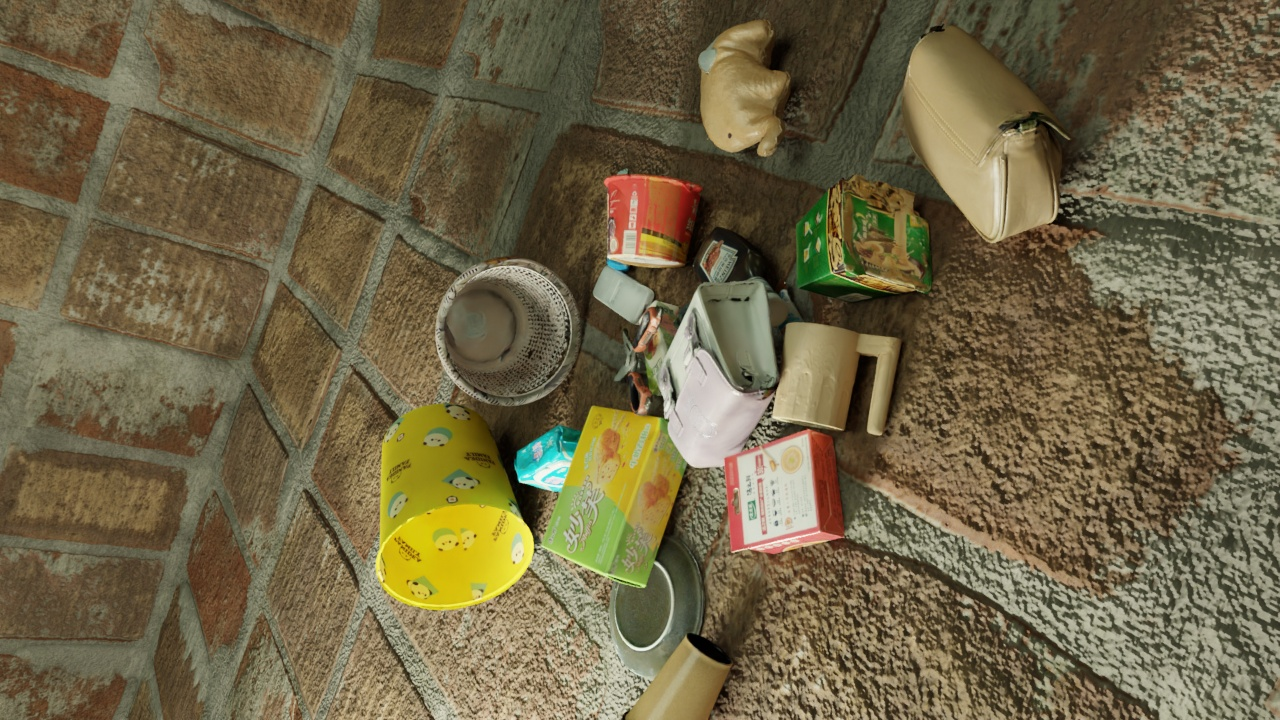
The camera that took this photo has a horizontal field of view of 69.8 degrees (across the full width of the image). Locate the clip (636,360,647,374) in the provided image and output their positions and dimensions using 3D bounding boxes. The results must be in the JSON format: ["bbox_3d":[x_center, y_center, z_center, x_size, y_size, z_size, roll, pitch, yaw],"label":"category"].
[{"bbox_3d":[0.012,0.011,1.272,0.056,0.026,0.024,7,84,40],"label":"clip"}]

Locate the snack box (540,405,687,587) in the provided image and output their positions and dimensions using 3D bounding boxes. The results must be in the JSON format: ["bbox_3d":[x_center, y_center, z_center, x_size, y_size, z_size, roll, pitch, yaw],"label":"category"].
[{"bbox_3d":[-0.030,0.171,1.197,0.158,0.070,0.210,6,73,53],"label":"snack box"}]

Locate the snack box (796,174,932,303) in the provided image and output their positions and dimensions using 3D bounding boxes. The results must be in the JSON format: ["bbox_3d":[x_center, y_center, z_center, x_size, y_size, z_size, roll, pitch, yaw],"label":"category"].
[{"bbox_3d":[0.228,-0.117,0.977,0.106,0.118,0.117,-30,53,58],"label":"snack box"}]

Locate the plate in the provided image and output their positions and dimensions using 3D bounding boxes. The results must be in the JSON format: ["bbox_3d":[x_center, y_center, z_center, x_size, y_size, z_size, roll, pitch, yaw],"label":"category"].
[{"bbox_3d":[0.011,0.306,1.152,0.180,0.024,0.179,-23,59,46],"label":"plate"}]

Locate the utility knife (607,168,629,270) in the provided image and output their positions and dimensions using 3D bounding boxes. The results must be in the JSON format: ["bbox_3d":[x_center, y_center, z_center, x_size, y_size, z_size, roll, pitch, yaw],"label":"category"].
[{"bbox_3d":[-0.030,-0.219,1.403,0.034,0.018,0.187,-1,64,6],"label":"utility knife"}]

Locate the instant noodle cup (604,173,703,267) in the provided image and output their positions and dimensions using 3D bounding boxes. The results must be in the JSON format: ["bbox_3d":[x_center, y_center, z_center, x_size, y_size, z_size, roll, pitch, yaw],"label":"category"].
[{"bbox_3d":[0.012,-0.187,1.257,0.138,0.137,0.108,6,90,53],"label":"instant noodle cup"}]

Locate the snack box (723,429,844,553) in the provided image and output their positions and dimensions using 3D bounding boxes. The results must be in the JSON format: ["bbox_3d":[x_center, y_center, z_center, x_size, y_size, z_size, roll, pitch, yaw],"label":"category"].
[{"bbox_3d":[0.156,0.148,1.009,0.127,0.044,0.113,-25,58,43],"label":"snack box"}]

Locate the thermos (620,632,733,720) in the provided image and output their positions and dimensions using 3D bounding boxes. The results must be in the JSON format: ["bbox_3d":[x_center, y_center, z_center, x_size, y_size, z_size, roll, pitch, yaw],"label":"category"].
[{"bbox_3d":[0.042,0.385,1.033,0.093,0.093,0.143,32,95,52],"label":"thermos"}]

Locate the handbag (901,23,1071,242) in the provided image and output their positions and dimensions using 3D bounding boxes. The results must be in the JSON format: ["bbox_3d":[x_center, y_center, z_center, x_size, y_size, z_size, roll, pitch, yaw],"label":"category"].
[{"bbox_3d":[0.323,-0.216,0.863,0.100,0.148,0.204,-23,52,1],"label":"handbag"}]

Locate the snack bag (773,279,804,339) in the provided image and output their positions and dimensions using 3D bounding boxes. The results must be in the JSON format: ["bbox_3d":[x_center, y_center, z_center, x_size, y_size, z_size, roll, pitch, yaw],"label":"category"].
[{"bbox_3d":[0.174,-0.047,1.077,0.045,0.026,0.105,-56,36,33],"label":"snack bag"}]

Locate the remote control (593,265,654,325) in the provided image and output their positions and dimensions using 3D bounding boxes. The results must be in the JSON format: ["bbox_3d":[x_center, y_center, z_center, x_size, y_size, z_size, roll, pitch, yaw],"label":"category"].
[{"bbox_3d":[-0.026,-0.098,1.358,0.136,0.020,0.056,37,106,52],"label":"remote control"}]

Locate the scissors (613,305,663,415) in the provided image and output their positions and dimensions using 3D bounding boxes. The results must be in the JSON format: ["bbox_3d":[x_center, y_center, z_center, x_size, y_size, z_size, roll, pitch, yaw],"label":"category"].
[{"bbox_3d":[-0.006,0.003,1.216,0.227,0.015,0.188,119,155,-55],"label":"scissors"}]

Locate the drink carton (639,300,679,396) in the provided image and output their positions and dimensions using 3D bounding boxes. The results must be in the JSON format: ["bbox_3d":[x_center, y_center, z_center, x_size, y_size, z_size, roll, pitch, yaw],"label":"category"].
[{"bbox_3d":[0.034,-0.014,1.227,0.054,0.045,0.122,-50,40,44],"label":"drink carton"}]

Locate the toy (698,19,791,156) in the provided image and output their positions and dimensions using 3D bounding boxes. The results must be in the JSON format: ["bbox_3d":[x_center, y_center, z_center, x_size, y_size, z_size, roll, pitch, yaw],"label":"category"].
[{"bbox_3d":[0.137,-0.334,1.192,0.144,0.082,0.225,-43,48,46],"label":"toy"}]

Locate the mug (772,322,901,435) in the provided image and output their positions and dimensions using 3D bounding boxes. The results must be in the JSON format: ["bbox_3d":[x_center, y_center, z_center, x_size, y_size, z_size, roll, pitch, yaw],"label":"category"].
[{"bbox_3d":[0.207,0.021,0.977,0.125,0.084,0.103,9,84,26],"label":"mug"}]

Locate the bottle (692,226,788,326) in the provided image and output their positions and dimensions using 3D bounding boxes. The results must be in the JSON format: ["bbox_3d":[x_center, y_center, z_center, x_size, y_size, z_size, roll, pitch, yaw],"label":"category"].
[{"bbox_3d":[0.124,-0.098,1.121,0.080,0.044,0.194,-60,29,17],"label":"bottle"}]

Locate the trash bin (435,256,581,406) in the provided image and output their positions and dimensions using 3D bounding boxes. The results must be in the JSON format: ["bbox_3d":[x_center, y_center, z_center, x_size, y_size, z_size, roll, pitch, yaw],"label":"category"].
[{"bbox_3d":[-0.232,-0.050,1.467,0.192,0.227,0.227,12,86,66],"label":"trash bin"}]

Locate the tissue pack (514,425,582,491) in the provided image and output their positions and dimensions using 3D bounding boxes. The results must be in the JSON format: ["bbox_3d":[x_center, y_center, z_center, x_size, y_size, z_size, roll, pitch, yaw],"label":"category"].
[{"bbox_3d":[-0.110,0.142,1.313,0.134,0.093,0.050,-34,47,41],"label":"tissue pack"}]

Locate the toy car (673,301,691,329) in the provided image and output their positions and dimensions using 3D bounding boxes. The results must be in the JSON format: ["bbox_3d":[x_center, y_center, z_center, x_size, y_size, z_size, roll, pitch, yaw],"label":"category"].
[{"bbox_3d":[0.072,-0.033,1.196,0.043,0.034,0.090,-35,53,36],"label":"toy car"}]

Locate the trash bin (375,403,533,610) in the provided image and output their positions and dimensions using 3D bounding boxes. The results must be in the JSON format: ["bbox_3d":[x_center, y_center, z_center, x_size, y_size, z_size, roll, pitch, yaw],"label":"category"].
[{"bbox_3d":[-0.305,0.217,1.439,0.230,0.229,0.255,-54,35,23],"label":"trash bin"}]

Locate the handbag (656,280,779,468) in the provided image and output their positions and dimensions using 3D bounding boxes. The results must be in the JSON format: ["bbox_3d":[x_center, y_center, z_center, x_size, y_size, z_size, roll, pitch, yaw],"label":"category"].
[{"bbox_3d":[0.087,0.021,1.050,0.197,0.098,0.144,111,148,-58],"label":"handbag"}]
